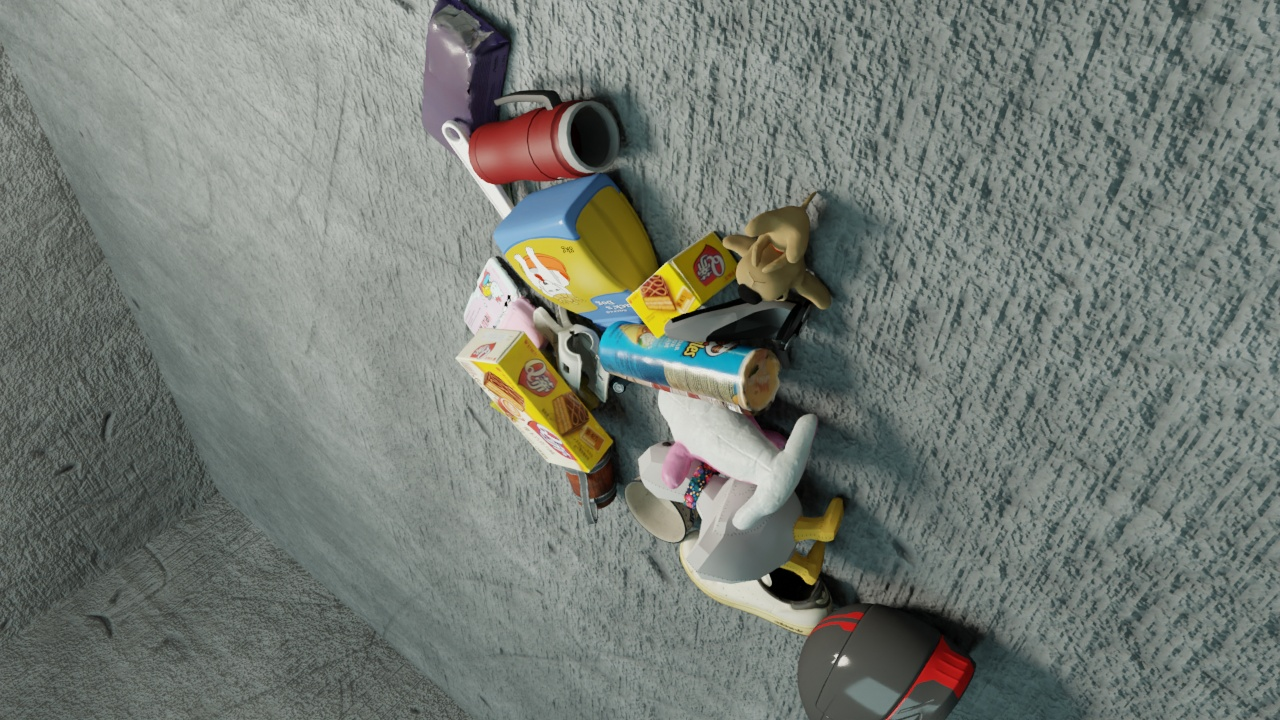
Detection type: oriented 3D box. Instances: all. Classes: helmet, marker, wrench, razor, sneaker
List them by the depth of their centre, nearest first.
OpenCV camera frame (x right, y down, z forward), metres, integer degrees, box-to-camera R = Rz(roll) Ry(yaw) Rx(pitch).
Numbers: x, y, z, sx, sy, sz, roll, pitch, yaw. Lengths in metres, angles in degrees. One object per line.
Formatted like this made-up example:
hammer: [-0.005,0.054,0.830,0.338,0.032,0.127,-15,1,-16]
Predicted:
razor: [0.104,-0.041,0.989,0.156,0.060,0.057,3,158,6]
marker: [0.146,-0.046,1.030,0.016,0.022,0.139,2,123,40]
helmet: [0.289,0.396,1.163,0.170,0.163,0.265,36,143,16]
wrench: [-0.174,-0.196,1.196,0.066,0.018,0.273,1,136,42]
sneaker: [0.156,0.293,1.277,0.242,0.088,0.102,22,146,27]

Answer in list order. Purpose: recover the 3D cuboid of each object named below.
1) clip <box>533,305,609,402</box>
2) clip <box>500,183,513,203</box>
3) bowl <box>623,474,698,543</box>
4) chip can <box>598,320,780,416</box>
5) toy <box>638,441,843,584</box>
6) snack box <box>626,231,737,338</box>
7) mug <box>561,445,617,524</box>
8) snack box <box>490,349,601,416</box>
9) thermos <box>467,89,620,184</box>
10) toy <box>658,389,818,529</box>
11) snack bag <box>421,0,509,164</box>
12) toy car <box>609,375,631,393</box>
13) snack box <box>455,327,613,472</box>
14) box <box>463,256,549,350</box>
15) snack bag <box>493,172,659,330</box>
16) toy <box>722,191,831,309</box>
clip: [-0.102,-0.010,1.259,0.151,0.091,0.126,47,157,14]
clip: [-0.186,-0.231,1.218,0.023,0.035,0.074,25,144,29]
bowl: [0.038,0.206,1.352,0.115,0.059,0.116,29,140,27]
chip can: [0.054,0.006,1.079,0.230,0.079,0.080,14,132,43]
toy: [0.112,0.191,1.158,0.267,0.246,0.141,19,121,9]
snack box: [0.050,-0.086,1.044,0.061,0.083,0.106,52,146,-1]
mug: [-0.080,0.184,1.421,0.081,0.117,0.111,-6,130,8]
snack box: [-0.141,0.055,1.394,0.121,0.045,0.181,35,143,-11]
thermos: [-0.121,-0.261,1.067,0.199,0.083,0.108,6,128,48]
toy: [0.119,0.093,1.112,0.127,0.187,0.265,27,-173,-36]
snack bag: [-0.224,-0.335,1.133,0.096,0.058,0.206,39,144,13]
toy car: [-0.007,0.007,1.227,0.034,0.046,0.112,48,144,-1]
snack box: [-0.145,0.056,1.288,0.110,0.061,0.230,6,141,48]
box: [-0.211,-0.051,1.400,0.154,0.044,0.202,47,146,4]
snack bag: [-0.059,-0.115,1.134,0.159,0.102,0.205,-2,133,49]
toy: [0.139,-0.107,0.923,0.134,0.105,0.108,35,154,14]
